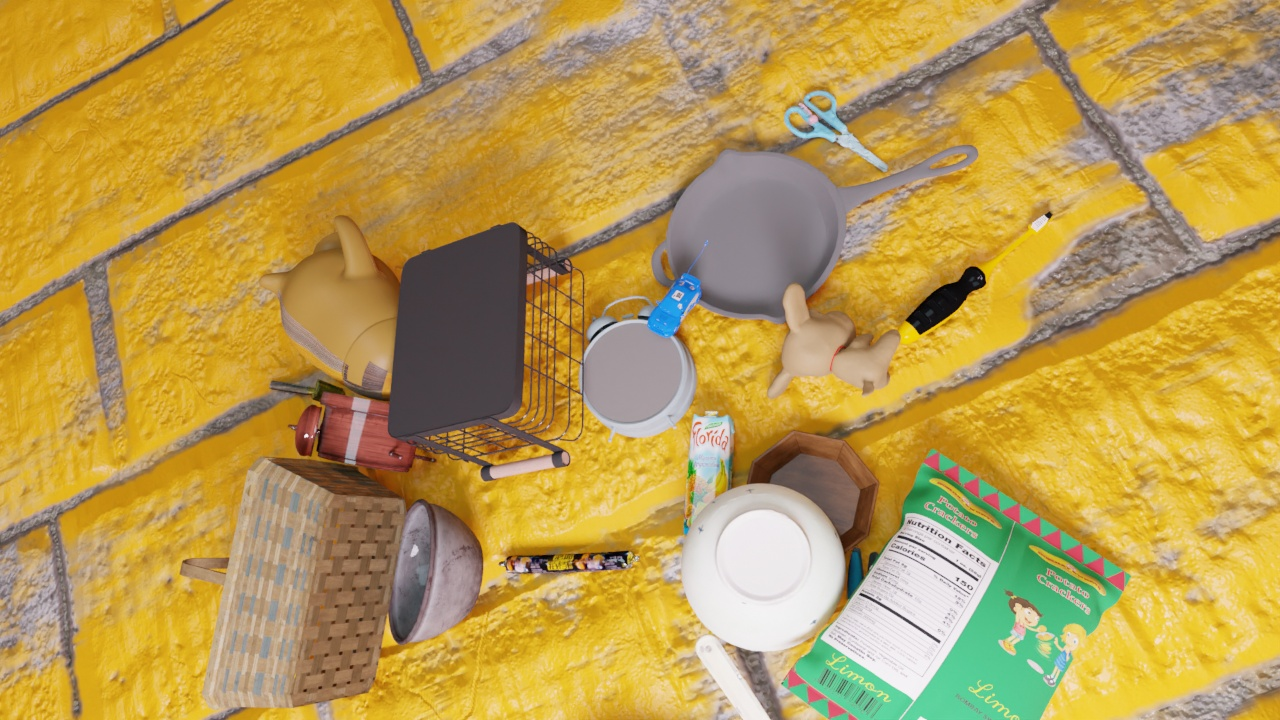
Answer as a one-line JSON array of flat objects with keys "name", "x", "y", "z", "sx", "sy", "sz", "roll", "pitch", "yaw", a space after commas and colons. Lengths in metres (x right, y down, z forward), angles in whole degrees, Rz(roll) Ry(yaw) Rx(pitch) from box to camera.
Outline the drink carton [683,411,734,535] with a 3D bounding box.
[{"name": "drink carton", "x": 0.069, "y": 0.115, "z": 0.923, "sx": 0.044, "sy": 0.038, "sz": 0.128, "roll": 0, "pitch": 74, "yaw": 18}]

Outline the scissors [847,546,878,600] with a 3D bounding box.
[{"name": "scissors", "x": 0.199, "y": 0.242, "z": 0.835, "sx": 0.019, "sy": 0.129, "sz": 0.137, "roll": -20, "pitch": 103, "yaw": 51}]

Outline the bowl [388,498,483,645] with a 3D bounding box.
[{"name": "bowl", "x": -0.207, "y": 0.220, "z": 0.947, "sx": 0.145, "sy": 0.067, "sz": 0.144, "roll": -34, "pitch": 49, "yaw": 53}]

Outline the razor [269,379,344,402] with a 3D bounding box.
[{"name": "razor", "x": -0.412, "y": 0.035, "z": 1.114, "sx": 0.106, "sy": 0.042, "sz": 0.026, "roll": 6, "pitch": 77, "yaw": 29}]

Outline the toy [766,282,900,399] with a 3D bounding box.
[{"name": "toy", "x": 0.191, "y": -0.008, "z": 0.897, "sx": 0.108, "sy": 0.134, "sz": 0.105, "roll": 21, "pitch": 38, "yaw": 23}]

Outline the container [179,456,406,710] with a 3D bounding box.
[{"name": "container", "x": -0.369, "y": 0.228, "z": 0.958, "sx": 0.187, "sy": 0.157, "sz": 0.249, "roll": 6, "pitch": 83, "yaw": 28}]

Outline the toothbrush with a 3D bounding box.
[{"name": "toothbrush", "x": 0.331, "y": -0.082, "z": 0.907, "sx": 0.196, "sy": 0.031, "sz": 0.031, "roll": -39, "pitch": 69, "yaw": -2}]

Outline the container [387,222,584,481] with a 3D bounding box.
[{"name": "container", "x": -0.153, "y": -0.010, "z": 0.965, "sx": 0.163, "sy": 0.130, "sz": 0.241, "roll": -14, "pitch": 64, "yaw": 28}]

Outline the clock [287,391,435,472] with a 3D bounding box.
[{"name": "clock", "x": -0.314, "y": 0.079, "z": 1.020, "sx": 0.158, "sy": 0.120, "sz": 0.072, "roll": 9, "pitch": 83, "yaw": 12}]

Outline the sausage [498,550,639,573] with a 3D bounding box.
[{"name": "sausage", "x": -0.075, "y": 0.210, "z": 0.952, "sx": 0.155, "sy": 0.020, "sz": 0.020, "roll": -6, "pitch": 71, "yaw": 17}]

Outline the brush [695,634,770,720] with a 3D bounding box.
[{"name": "brush", "x": 0.117, "y": 0.339, "z": 0.814, "sx": 0.033, "sy": 0.012, "sz": 0.217, "roll": -34, "pitch": 75, "yaw": -6}]

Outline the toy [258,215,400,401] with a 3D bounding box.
[{"name": "toy", "x": -0.311, "y": -0.041, "z": 1.041, "sx": 0.203, "sy": 0.162, "sz": 0.199, "roll": 44, "pitch": 128, "yaw": 29}]

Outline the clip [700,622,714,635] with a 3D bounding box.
[{"name": "clip", "x": 0.083, "y": 0.240, "z": 0.882, "sx": 0.039, "sy": 0.053, "sz": 0.047, "roll": 35, "pitch": 57, "yaw": 23}]

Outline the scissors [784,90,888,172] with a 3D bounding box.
[{"name": "scissors", "x": 0.222, "y": -0.248, "z": 1.006, "sx": 0.138, "sy": 0.015, "sz": 0.063, "roll": 42, "pitch": 85, "yaw": 18}]

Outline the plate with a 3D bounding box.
[{"name": "plate", "x": 0.165, "y": 0.135, "z": 0.893, "sx": 0.131, "sy": 0.025, "sz": 0.131, "roll": -5, "pitch": 72, "yaw": 17}]

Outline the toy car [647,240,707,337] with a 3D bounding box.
[{"name": "toy car", "x": 0.042, "y": -0.075, "z": 0.948, "sx": 0.033, "sy": 0.062, "sz": 0.091, "roll": 28, "pitch": 60, "yaw": 15}]

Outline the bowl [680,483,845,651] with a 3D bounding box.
[{"name": "bowl", "x": 0.110, "y": 0.181, "z": 0.828, "sx": 0.153, "sy": 0.073, "sz": 0.153, "roll": -3, "pitch": 69, "yaw": 7}]

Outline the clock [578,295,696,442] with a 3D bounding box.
[{"name": "clock", "x": -0.006, "y": 0.006, "z": 0.980, "sx": 0.123, "sy": 0.045, "sz": 0.159, "roll": -13, "pitch": 71, "yaw": 13}]

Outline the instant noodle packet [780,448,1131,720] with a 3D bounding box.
[{"name": "instant noodle packet", "x": 0.272, "y": 0.230, "z": 0.784, "sx": 0.195, "sy": 0.090, "sz": 0.252, "roll": 34, "pitch": 74, "yaw": 14}]

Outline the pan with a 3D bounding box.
[{"name": "pan", "x": 0.181, "y": -0.154, "z": 0.979, "sx": 0.355, "sy": 0.024, "sz": 0.216, "roll": -19, "pitch": 68, "yaw": 12}]
